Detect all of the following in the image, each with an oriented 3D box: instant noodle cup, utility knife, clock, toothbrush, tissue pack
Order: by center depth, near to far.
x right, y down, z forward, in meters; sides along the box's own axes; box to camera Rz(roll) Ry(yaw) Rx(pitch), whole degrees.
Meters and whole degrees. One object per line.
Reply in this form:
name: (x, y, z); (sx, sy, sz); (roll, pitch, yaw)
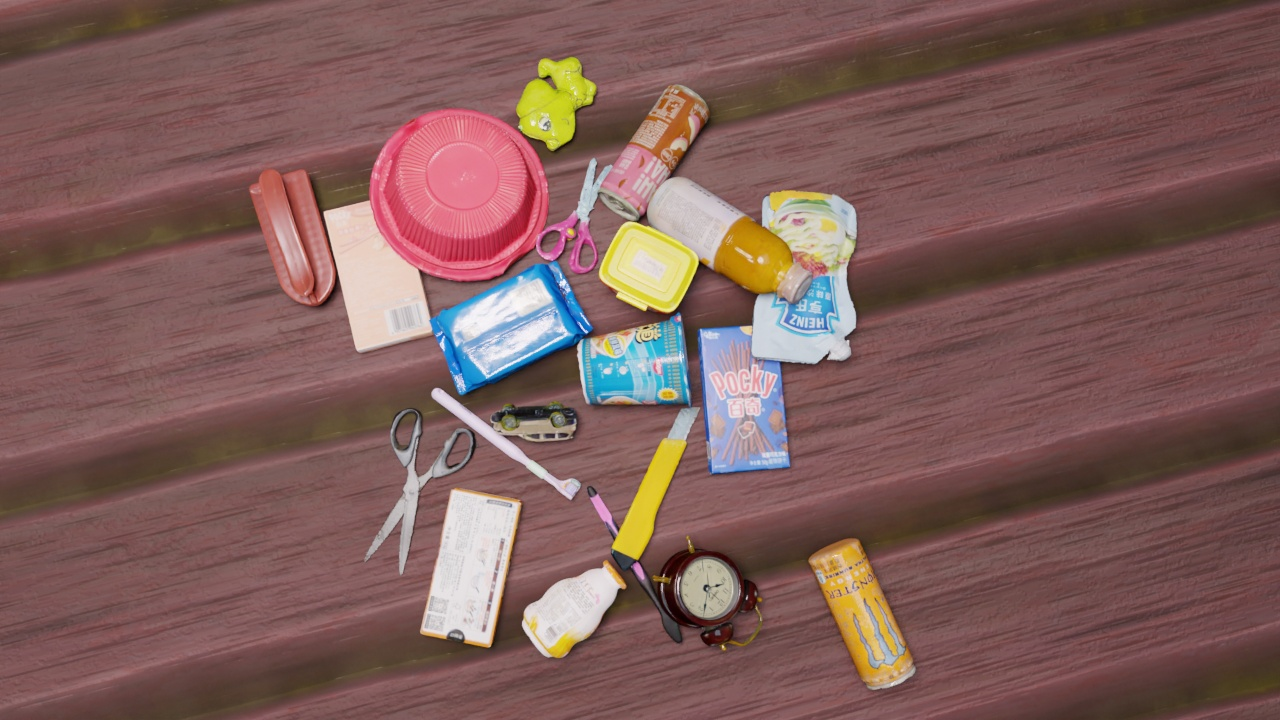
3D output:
clock: (0.073, 0.243, 0.945); (0.122, 0.055, 0.082); (43, 70, -1)
instant noodle cup: (-0.006, 0.006, 0.961); (0.110, 0.099, 0.099); (-7, 84, 6)
instant noodle cup: (-0.188, -0.185, 0.970); (0.193, 0.066, 0.193); (2, 81, -13)
toothbrush: (-0.007, 0.216, 0.975); (0.014, 0.018, 0.189); (-31, 82, -6)
tissue pack: (-0.139, -0.035, 0.976); (0.157, 0.052, 0.095); (-27, 83, -5)
utility knife: (0.018, 0.133, 0.979); (0.033, 0.015, 0.192); (26, 78, 0)
toothbrush: (-0.146, 0.087, 0.979); (0.189, 0.029, 0.021); (35, 121, 3)

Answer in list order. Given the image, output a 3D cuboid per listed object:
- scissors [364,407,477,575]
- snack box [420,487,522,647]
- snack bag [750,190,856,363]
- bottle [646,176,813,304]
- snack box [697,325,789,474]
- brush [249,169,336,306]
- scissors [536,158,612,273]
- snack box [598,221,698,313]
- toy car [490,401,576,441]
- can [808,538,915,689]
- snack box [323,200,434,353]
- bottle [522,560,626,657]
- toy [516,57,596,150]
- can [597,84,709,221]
scissors: (-0.241, 0.132, 0.975); (0.159, 0.014, 0.170); (-25, 87, -2)
snack box: (-0.176, 0.215, 0.959); (0.075, 0.026, 0.153); (11, 83, 0)
snack bag: (0.178, -0.088, 0.990); (0.110, 0.039, 0.190); (8, 75, -11)
bottle: (0.094, -0.124, 0.962); (0.189, 0.068, 0.068); (36, 83, 21)
snack box: (0.110, 0.041, 0.989); (0.084, 0.026, 0.157); (-4, 84, -4)
brush: (-0.364, -0.127, 0.968); (0.063, 0.069, 0.145); (-18, 85, -3)
scissors: (-0.055, -0.159, 1.013); (0.077, 0.017, 0.137); (32, 78, -8)
snack box: (0.007, -0.091, 0.973); (0.091, 0.080, 0.082); (26, 82, 1)
toy car: (-0.113, 0.066, 0.970); (0.090, 0.042, 0.035); (0, 105, -8)
can: (0.230, 0.262, 0.954); (0.058, 0.058, 0.146); (-24, 85, -5)
snack box: (-0.281, -0.094, 0.989); (0.084, 0.026, 0.157); (-14, 84, -4)
bottle: (-0.066, 0.252, 0.941); (0.108, 0.063, 0.063); (-39, 86, -6)
toy: (-0.097, -0.287, 1.016); (0.100, 0.031, 0.096); (-32, 86, -10)
can: (0.015, -0.226, 1.000); (0.058, 0.058, 0.147); (33, 84, 2)
